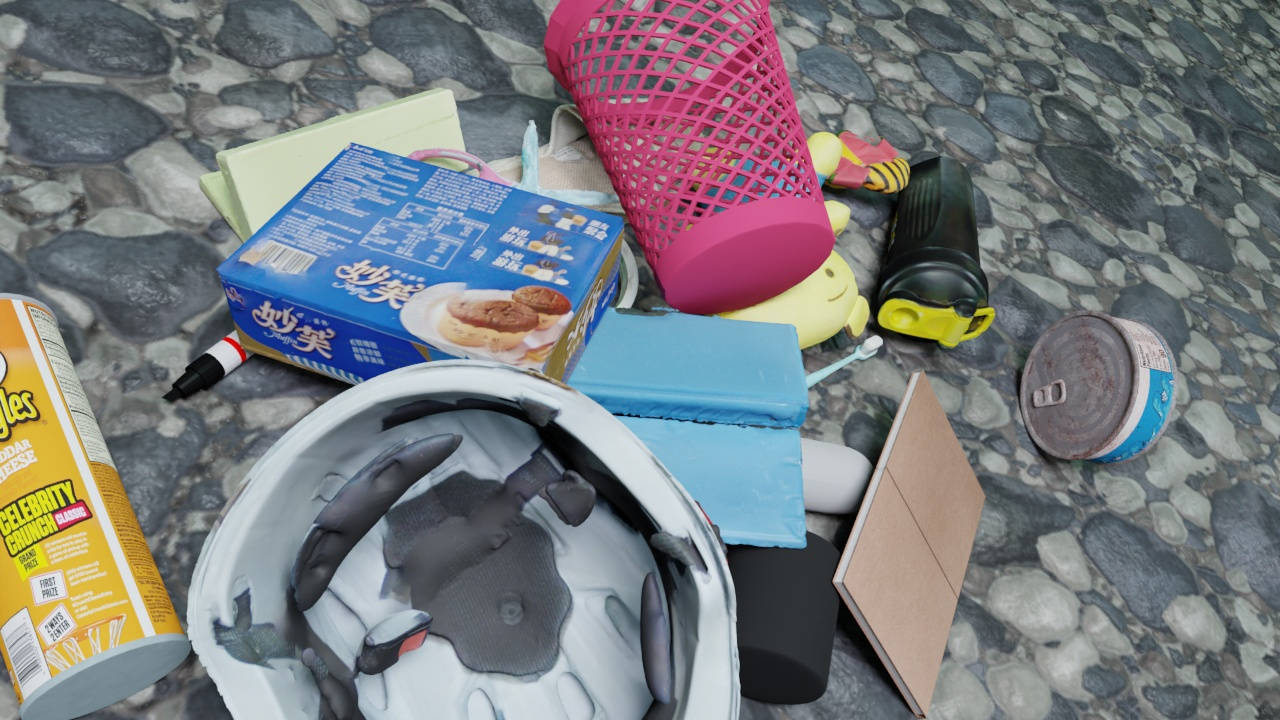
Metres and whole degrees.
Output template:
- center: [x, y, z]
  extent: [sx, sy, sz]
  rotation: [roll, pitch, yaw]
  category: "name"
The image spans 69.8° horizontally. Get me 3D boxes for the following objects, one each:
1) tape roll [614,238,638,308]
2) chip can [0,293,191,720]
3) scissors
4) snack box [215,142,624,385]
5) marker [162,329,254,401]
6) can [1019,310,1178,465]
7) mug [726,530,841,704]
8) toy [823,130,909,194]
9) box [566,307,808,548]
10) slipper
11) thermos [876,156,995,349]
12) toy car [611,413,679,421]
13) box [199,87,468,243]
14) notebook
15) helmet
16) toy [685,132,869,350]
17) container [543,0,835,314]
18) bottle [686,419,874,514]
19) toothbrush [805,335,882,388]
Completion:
- center: [-0.048, -0.067, 0.714]
  extent: [0.093, 0.018, 0.093]
  rotation: [5, 76, -20]
  category: "tape roll"
- center: [-0.312, 0.071, 0.478]
  extent: [0.075, 0.075, 0.215]
  rotation: [-20, 67, -34]
  category: "chip can"
- center: [-0.096, -0.115, 0.696]
  extent: [0.170, 0.013, 0.172]
  rotation: [2, 64, -16]
  category: "scissors"
- center: [-0.132, -0.051, 0.590]
  extent: [0.203, 0.069, 0.154]
  rotation: [17, 45, 9]
  category: "snack box"
- center: [-0.253, -0.018, 0.604]
  extent: [0.019, 0.019, 0.145]
  rotation: [37, 50, 4]
  category: "marker"
- center: [0.393, 0.024, 0.796]
  extent: [0.044, 0.130, 0.129]
  rotation: [10, 54, -18]
  category: "can"
- center: [0.069, 0.161, 0.595]
  extent: [0.114, 0.078, 0.087]
  rotation: [8, 49, 15]
  category: "mug"
- center: [0.214, -0.193, 0.905]
  extent: [0.103, 0.046, 0.084]
  rotation: [19, 44, 21]
  category: "toy"
- center: [-0.003, 0.032, 0.609]
  extent: [0.231, 0.048, 0.176]
  rotation: [4, 51, -5]
  category: "box"
- center: [-0.042, -0.164, 0.785]
  extent: [0.271, 0.054, 0.114]
  rotation: [-33, 81, -35]
  category: "slipper"
- center: [0.277, -0.104, 0.861]
  extent: [0.098, 0.098, 0.220]
  rotation: [26, 45, -6]
  category: "thermos"
- center: [-0.013, 0.039, 0.660]
  extent: [0.091, 0.036, 0.042]
  rotation: [29, 51, 4]
  category: "toy car"
- center: [-0.220, -0.145, 0.689]
  extent: [0.187, 0.091, 0.077]
  rotation: [-31, 105, -38]
  category: "box"
- center: [0.204, 0.127, 0.668]
  extent: [0.141, 0.008, 0.208]
  rotation: [57, 45, -24]
  category: "notebook"
- center: [-0.076, 0.131, 0.478]
  extent: [0.236, 0.164, 0.264]
  rotation: [-39, 91, -3]
  category: "helmet"
- center: [0.112, -0.092, 0.778]
  extent: [0.149, 0.084, 0.213]
  rotation: [-5, 60, -2]
  category: "toy"
- center: [0.045, -0.162, 0.682]
  extent: [0.183, 0.184, 0.225]
  rotation: [-6, 67, -28]
  category: "container"
- center: [0.124, 0.085, 0.681]
  extent: [0.195, 0.053, 0.052]
  rotation: [11, 53, -17]
  category: "bottle"
- center: [0.143, 0.015, 0.765]
  extent: [0.180, 0.017, 0.016]
  rotation: [-25, 71, -34]
  category: "toothbrush"
